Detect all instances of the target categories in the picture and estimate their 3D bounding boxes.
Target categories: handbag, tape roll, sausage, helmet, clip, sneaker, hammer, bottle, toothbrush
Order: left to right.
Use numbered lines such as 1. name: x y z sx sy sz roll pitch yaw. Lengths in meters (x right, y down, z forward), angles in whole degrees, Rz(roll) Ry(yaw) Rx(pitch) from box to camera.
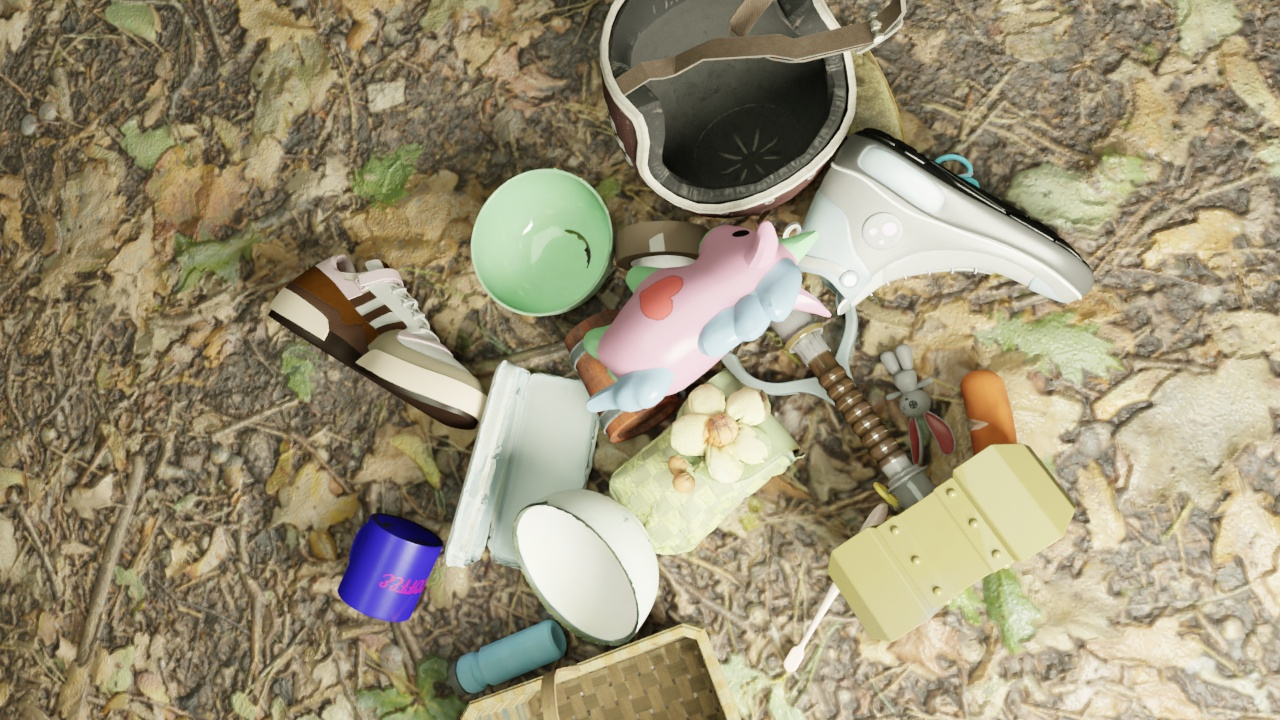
1. sneaker: -0.254 -0.031 0.967 0.294 0.112 0.116 26 77 29
2. bottle: -0.139 0.302 0.924 0.130 0.040 0.040 -25 77 11
3. tape roll: 0.022 -0.110 0.903 0.094 0.093 0.030 -3 82 15
4. handbag: 0.055 0.099 0.856 0.186 0.117 0.113 -44 73 6
5. helmet: 0.082 -0.251 0.819 0.233 0.253 0.233 -32 59 4
6. clip: 0.173 -0.027 0.886 0.169 0.031 0.164 24 91 16
7. toothbrush: 0.184 0.212 0.861 0.016 0.018 0.181 31 89 15
8. hammer: 0.199 0.055 0.808 0.190 0.100 0.324 -39 69 18
9. sneaker: 0.263 -0.086 0.831 0.256 0.092 0.161 30 113 -5
10. sausage: 0.317 0.090 0.826 0.044 0.039 0.164 -4 82 18

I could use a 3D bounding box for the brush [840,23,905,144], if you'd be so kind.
1. brush: 0.218 -0.241 0.890 0.059 0.043 0.195 -17 76 13

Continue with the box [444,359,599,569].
1. box: -0.122 0.107 0.910 0.130 0.105 0.210 8 86 13

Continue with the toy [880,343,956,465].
1. toy: 0.255 0.040 0.854 0.049 0.030 0.111 -29 72 39

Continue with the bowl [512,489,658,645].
1. bowl: -0.042 0.183 0.860 0.153 0.072 0.154 23 129 32

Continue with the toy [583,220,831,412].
1. toy: 0.049 -0.034 0.801 0.171 0.120 0.221 16 64 49

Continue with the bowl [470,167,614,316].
1. bowl: -0.091 -0.114 0.943 0.151 0.077 0.151 -2 83 15

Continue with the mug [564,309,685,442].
1. mug: -0.005 0.005 0.911 0.117 0.081 0.111 -27 72 -8

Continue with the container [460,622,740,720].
1. container: -0.033 0.342 0.814 0.250 0.186 0.157 -23 78 11

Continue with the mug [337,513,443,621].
1. mug: -0.268 0.208 0.958 0.111 0.079 0.083 24 90 45

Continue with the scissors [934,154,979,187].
1. scissors: 0.255 -0.168 0.889 0.136 0.015 0.055 -4 83 13
